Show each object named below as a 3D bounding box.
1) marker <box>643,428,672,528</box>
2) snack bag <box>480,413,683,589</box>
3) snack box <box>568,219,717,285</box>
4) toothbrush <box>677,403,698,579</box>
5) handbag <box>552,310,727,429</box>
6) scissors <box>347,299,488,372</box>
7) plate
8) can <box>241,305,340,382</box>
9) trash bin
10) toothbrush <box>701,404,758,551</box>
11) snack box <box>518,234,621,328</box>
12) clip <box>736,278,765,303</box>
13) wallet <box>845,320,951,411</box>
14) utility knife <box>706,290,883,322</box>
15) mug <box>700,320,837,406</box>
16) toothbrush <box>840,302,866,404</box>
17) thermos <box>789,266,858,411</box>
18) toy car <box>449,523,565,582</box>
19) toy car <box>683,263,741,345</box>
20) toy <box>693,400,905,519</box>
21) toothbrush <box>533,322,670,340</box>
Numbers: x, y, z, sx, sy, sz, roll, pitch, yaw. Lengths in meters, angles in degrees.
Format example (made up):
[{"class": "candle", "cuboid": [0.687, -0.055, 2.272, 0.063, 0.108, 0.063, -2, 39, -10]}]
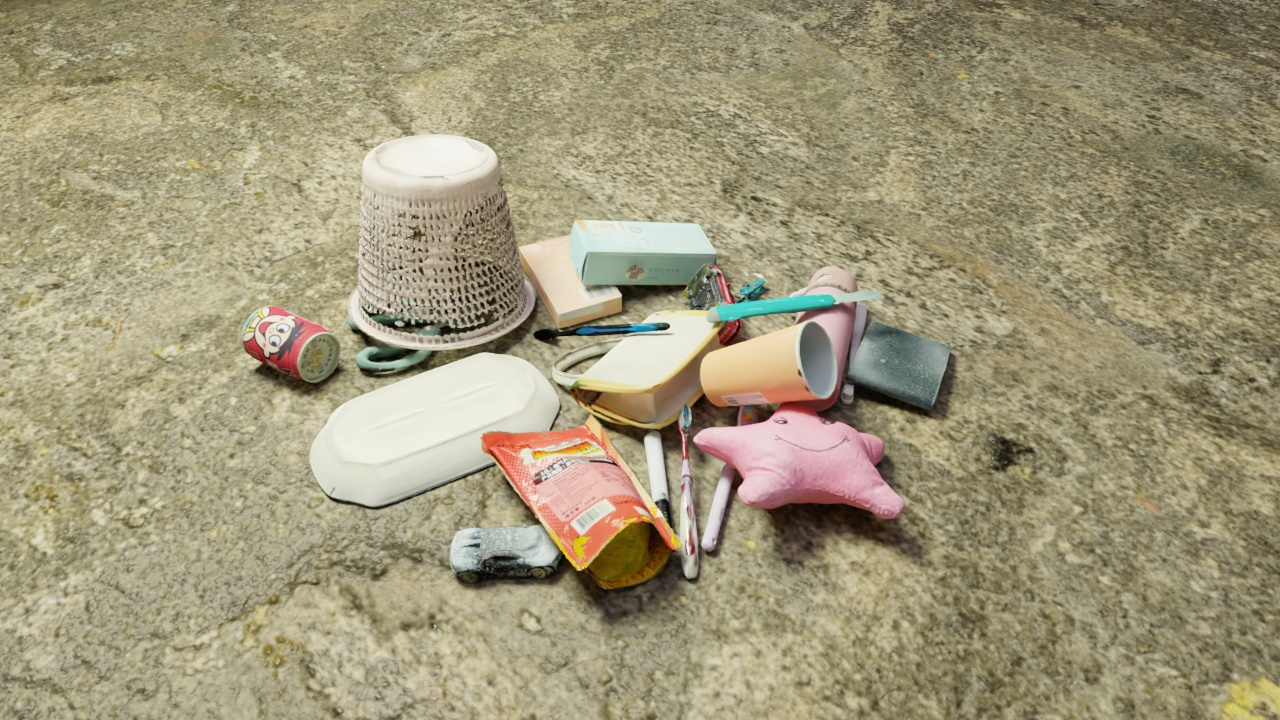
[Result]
[{"class": "marker", "cuboid": [0.015, 0.117, 0.905, 0.022, 0.018, 0.130, -12, 41, 3]}, {"class": "snack bag", "cuboid": [-0.056, 0.121, 0.868, 0.128, 0.073, 0.208, -9, 33, -30]}, {"class": "snack box", "cuboid": [0.002, -0.134, 1.149, 0.174, 0.052, 0.074, -1, 39, -18]}, {"class": "toothbrush", "cuboid": [0.046, 0.120, 0.875, 0.016, 0.017, 0.187, 7, 51, -8]}, {"class": "handbag", "cuboid": [-0.006, 0.006, 1.013, 0.179, 0.063, 0.162, 7, 35, 37]}, {"class": "scissors", "cuboid": [-0.266, -0.029, 1.089, 0.177, 0.019, 0.169, 0, 39, -1]}, {"class": "plate", "cuboid": [-0.217, 0.059, 0.969, 0.265, 0.034, 0.162, -20, 43, -20]}, {"class": "can", "cuboid": [-0.396, -0.018, 1.044, 0.094, 0.067, 0.066, 22, 46, 25]}, {"class": "trash bin", "cuboid": [-0.238, -0.150, 1.077, 0.227, 0.192, 0.227, 2, 34, -2]}, {"class": "toothbrush", "cuboid": [0.088, 0.113, 0.906, 0.021, 0.029, 0.188, -28, 26, 38]}, {"class": "snack box", "cuboid": [-0.091, -0.104, 1.161, 0.084, 0.026, 0.157, -16, 43, -17]}, {"class": "clip", "cuboid": [0.137, -0.084, 1.134, 0.014, 0.048, 0.056, 26, 44, 30]}, {"class": "wallet", "cuboid": [0.287, 0.002, 1.015, 0.097, 0.019, 0.120, 22, 40, 14]}, {"class": "utility knife", "cuboid": [0.169, -0.060, 1.004, 0.209, 0.013, 0.029, -8, 39, -12]}, {"class": "mug", "cuboid": [0.126, 0.010, 0.927, 0.123, 0.078, 0.078, -13, 30, 38]}, {"class": "toothbrush", "cuboid": [0.245, -0.014, 1.049, 0.016, 0.016, 0.179, 11, 42, 11]}, {"class": "thermos", "cuboid": [0.195, -0.029, 1.036, 0.087, 0.067, 0.198, -10, 36, 27]}, {"class": "toy car", "cuboid": [-0.121, 0.173, 0.836, 0.105, 0.031, 0.048, -2, 42, -2]}, {"class": "toy car", "cuboid": [0.087, -0.065, 1.089, 0.045, 0.053, 0.120, 24, 35, -31]}, {"class": "toy", "cuboid": [0.148, 0.088, 0.886, 0.194, 0.075, 0.178, 5, 29, -3]}, {"class": "toothbrush", "cuboid": [-0.046, -0.035, 1.044, 0.190, 0.014, 0.016, -3, 22, 33]}]
